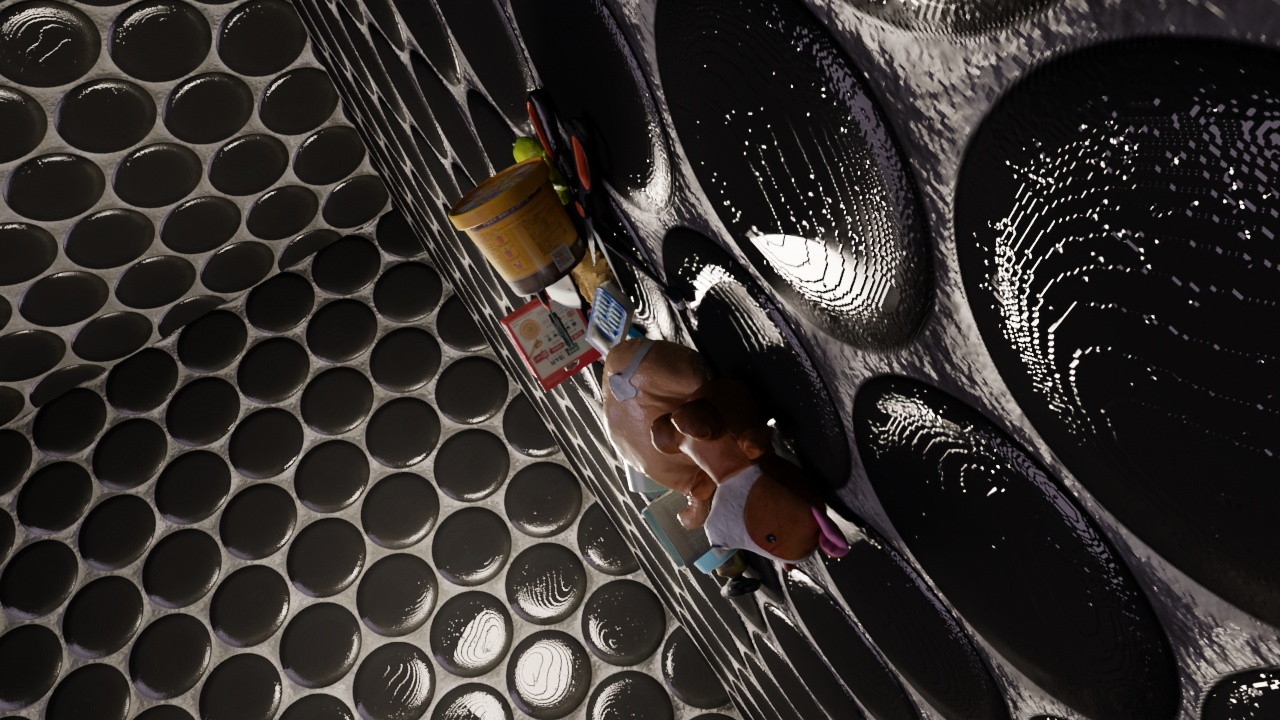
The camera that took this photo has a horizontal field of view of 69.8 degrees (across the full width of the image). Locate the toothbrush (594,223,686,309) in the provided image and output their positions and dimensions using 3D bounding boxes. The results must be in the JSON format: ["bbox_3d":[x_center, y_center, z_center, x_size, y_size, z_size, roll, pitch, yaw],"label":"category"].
[{"bbox_3d":[-0.005,-0.101,0.952,0.181,0.015,0.018,46,172,43],"label":"toothbrush"}]

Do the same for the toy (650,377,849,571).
[{"bbox_3d":[0.099,0.116,0.859,0.199,0.130,0.140,48,163,0],"label":"toy"}]

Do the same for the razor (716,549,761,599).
[{"bbox_3d":[0.120,0.276,1.341,0.167,0.062,0.067,65,-161,-12],"label":"razor"}]

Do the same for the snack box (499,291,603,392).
[{"bbox_3d":[-0.135,-0.036,1.416,0.127,0.113,0.044,62,167,-21],"label":"snack box"}]

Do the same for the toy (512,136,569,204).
[{"bbox_3d":[-0.111,-0.220,1.042,0.100,0.031,0.097,51,163,14],"label":"toy"}]

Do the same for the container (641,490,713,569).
[{"bbox_3d":[0.074,0.196,1.164,0.090,0.111,0.090,56,169,8],"label":"container"}]

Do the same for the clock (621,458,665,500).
[{"bbox_3d":[0.022,0.151,1.341,0.122,0.082,0.055,57,175,-9],"label":"clock"}]

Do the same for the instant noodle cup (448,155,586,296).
[{"bbox_3d":[-0.126,-0.142,0.992,0.114,0.118,0.118,58,170,-23],"label":"instant noodle cup"}]

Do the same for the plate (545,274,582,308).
[{"bbox_3d":[-0.130,-0.140,1.215,0.162,0.034,0.266,62,178,1],"label":"plate"}]

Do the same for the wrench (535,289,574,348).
[{"bbox_3d":[-0.141,-0.101,1.249,0.056,0.016,0.274,60,177,40],"label":"wrench"}]

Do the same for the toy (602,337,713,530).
[{"bbox_3d":[0.024,0.078,1.004,0.144,0.082,0.226,10,123,36],"label":"toy"}]

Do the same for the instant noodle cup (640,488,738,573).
[{"bbox_3d":[0.079,0.223,1.261,0.120,0.111,0.111,49,168,2],"label":"instant noodle cup"}]

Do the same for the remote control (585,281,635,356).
[{"bbox_3d":[-0.034,-0.042,1.051,0.049,0.024,0.125,44,152,13],"label":"remote control"}]

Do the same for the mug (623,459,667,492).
[{"bbox_3d":[0.023,0.108,1.213,0.082,0.111,0.106,-9,95,33],"label":"mug"}]

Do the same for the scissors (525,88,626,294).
[{"bbox_3d":[-0.061,-0.180,0.940,0.227,0.021,0.221,60,167,10],"label":"scissors"}]

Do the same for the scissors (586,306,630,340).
[{"bbox_3d":[-0.022,-0.024,1.229,0.205,0.015,0.199,50,165,35],"label":"scissors"}]

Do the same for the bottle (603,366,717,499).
[{"bbox_3d":[0.031,0.076,1.080,0.206,0.059,0.060,50,171,-16],"label":"bottle"}]

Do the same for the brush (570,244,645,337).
[{"bbox_3d":[-0.005,-0.035,1.088,0.254,0.045,0.083,51,164,12],"label":"brush"}]
